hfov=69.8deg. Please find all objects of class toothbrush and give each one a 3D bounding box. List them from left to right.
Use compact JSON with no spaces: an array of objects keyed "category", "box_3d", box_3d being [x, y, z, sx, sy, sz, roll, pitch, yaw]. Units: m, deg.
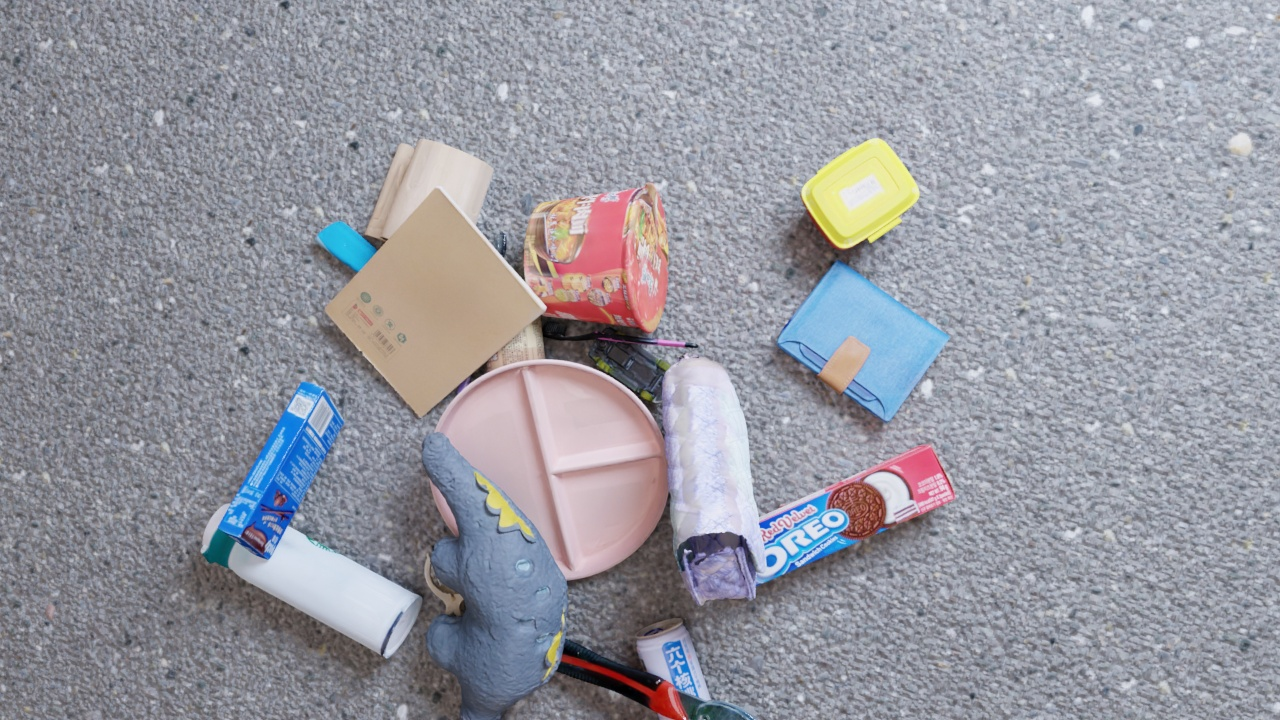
[{"category":"toothbrush","box_3d":[-0.163,-0.039,0.928,0.014,0.016,0.189,14,89,9]},{"category":"toothbrush","box_3d":[-0.024,-0.024,0.872,0.189,0.014,0.017,6,76,36]}]

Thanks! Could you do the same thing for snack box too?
[{"category":"snack box","box_3d":[-0.342,0.106,0.884,0.026,0.085,0.156,19,64,6]},{"category":"snack box","box_3d":[0.184,0.145,0.860,0.207,0.058,0.057,-25,82,6]},{"category":"snack box","box_3d":[0.202,-0.148,0.855,0.091,0.080,0.082,-34,84,5]}]

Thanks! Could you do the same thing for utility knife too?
[{"category":"utility knife","box_3d":[-0.247,-0.075,0.940,0.199,0.018,0.034,38,90,3]}]

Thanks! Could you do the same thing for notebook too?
[{"category":"notebook","box_3d":[-0.202,-0.049,0.878,0.208,0.008,0.148,-37,97,33]}]

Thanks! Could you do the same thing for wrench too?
[{"category":"wrench","box_3d":[0.001,0.309,0.854,0.274,0.016,0.056,17,99,28]}]

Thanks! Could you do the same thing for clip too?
[{"category":"clip","box_3d":[-0.196,0.229,0.918,0.092,0.035,0.103,23,99,3]}]

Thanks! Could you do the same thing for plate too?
[{"category":"plate","box_3d":[-0.086,0.105,0.877,0.229,0.028,0.230,0,109,1]}]

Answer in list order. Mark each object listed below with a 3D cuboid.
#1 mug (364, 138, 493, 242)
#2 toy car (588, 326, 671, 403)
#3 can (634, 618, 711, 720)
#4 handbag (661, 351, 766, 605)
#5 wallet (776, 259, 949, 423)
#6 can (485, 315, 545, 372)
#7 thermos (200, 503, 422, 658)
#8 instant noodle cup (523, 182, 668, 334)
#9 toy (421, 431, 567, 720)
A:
[{"category":"mug","box_3d":[-0.215,-0.159,0.915,0.125,0.084,0.103,19,89,34]},{"category":"toy car","box_3d":[-0.005,0.005,0.898,0.090,0.035,0.042,35,94,9]},{"category":"can","box_3d":[0.038,0.319,0.875,0.053,0.053,0.134,-19,86,6]},{"category":"handbag","box_3d":[0.063,0.106,0.806,0.075,0.134,0.193,-11,48,7]},{"category":"wallet","box_3d":[0.210,-0.018,0.873,0.133,0.040,0.106,37,88,7]},{"category":"can","box_3d":[-0.124,-0.013,0.902,0.058,0.058,0.116,-7,87,7]},{"category":"thermos","box_3d":[-0.331,0.213,0.919,0.224,0.073,0.073,26,91,8]},{"category":"instant noodle cup","box_3d":[-0.041,-0.093,0.863,0.109,0.137,0.138,1,88,15]},{"category":"toy","box_3d":[-0.137,0.238,0.858,0.138,0.091,0.357,2,105,0]}]
